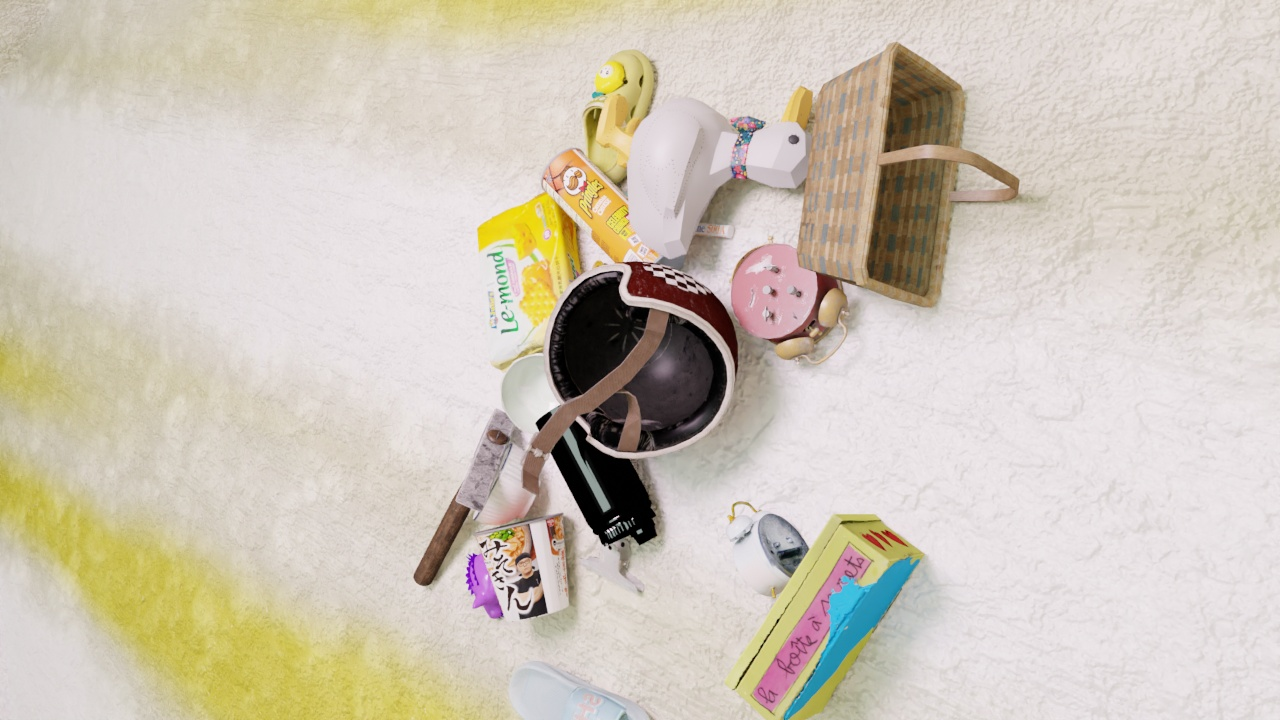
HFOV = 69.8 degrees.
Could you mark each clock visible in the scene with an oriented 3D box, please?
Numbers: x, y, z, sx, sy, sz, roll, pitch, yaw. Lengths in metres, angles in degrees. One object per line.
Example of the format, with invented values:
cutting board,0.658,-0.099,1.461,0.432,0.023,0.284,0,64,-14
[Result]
clock,0.142,0.208,1.036,0.057,0.083,0.117,-44,61,30
clock,0.172,-0.065,1.054,0.117,0.081,0.159,-48,59,21

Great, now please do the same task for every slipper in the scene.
slipper,-0.047,-0.338,1.261,0.092,0.081,0.190,14,94,40
slipper,-0.088,0.462,1.172,0.246,0.074,0.104,15,93,38

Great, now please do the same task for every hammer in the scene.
hammer,-0.268,0.236,1.300,0.301,0.037,0.217,-60,10,26

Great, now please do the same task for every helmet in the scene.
helmet,-0.005,0.006,1.069,0.253,0.233,0.234,-108,29,-67

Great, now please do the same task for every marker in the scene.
marker,0.056,-0.173,1.197,0.146,0.017,0.017,11,90,37

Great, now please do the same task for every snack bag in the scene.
snack bag,-0.151,-0.117,1.310,0.160,0.068,0.247,-17,73,35

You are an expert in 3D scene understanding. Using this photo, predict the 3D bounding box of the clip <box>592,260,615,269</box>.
clip,-0.049,-0.117,1.260,0.049,0.044,0.054,41,111,7

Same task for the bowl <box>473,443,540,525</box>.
bowl,-0.179,0.180,1.275,0.062,0.118,0.118,27,103,-9

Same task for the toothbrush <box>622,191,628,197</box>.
toothbrush,0.005,-0.214,1.243,0.181,0.016,0.016,23,96,38

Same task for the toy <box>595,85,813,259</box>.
toy,0.077,-0.241,1.123,0.268,0.141,0.246,23,89,23

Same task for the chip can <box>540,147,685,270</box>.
chip can,-0.038,-0.186,1.210,0.215,0.075,0.075,47,111,21

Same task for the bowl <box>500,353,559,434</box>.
bowl,-0.129,0.041,1.262,0.117,0.061,0.117,3,105,10

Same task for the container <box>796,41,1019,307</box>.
container,0.282,-0.187,0.950,0.187,0.157,0.250,5,86,48

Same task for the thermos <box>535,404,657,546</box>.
thermos,-0.051,0.148,1.167,0.086,0.086,0.198,-34,78,28

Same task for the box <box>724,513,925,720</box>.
box,0.195,0.268,0.963,0.082,0.124,0.221,35,105,32

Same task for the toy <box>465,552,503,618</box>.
toy,-0.220,0.313,1.301,0.106,0.055,0.088,-57,43,40

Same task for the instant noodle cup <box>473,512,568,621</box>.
instant noodle cup,-0.150,0.277,1.226,0.124,0.123,0.121,-17,82,33

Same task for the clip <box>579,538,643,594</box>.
clip,-0.039,0.260,1.189,0.102,0.046,0.056,17,106,36
